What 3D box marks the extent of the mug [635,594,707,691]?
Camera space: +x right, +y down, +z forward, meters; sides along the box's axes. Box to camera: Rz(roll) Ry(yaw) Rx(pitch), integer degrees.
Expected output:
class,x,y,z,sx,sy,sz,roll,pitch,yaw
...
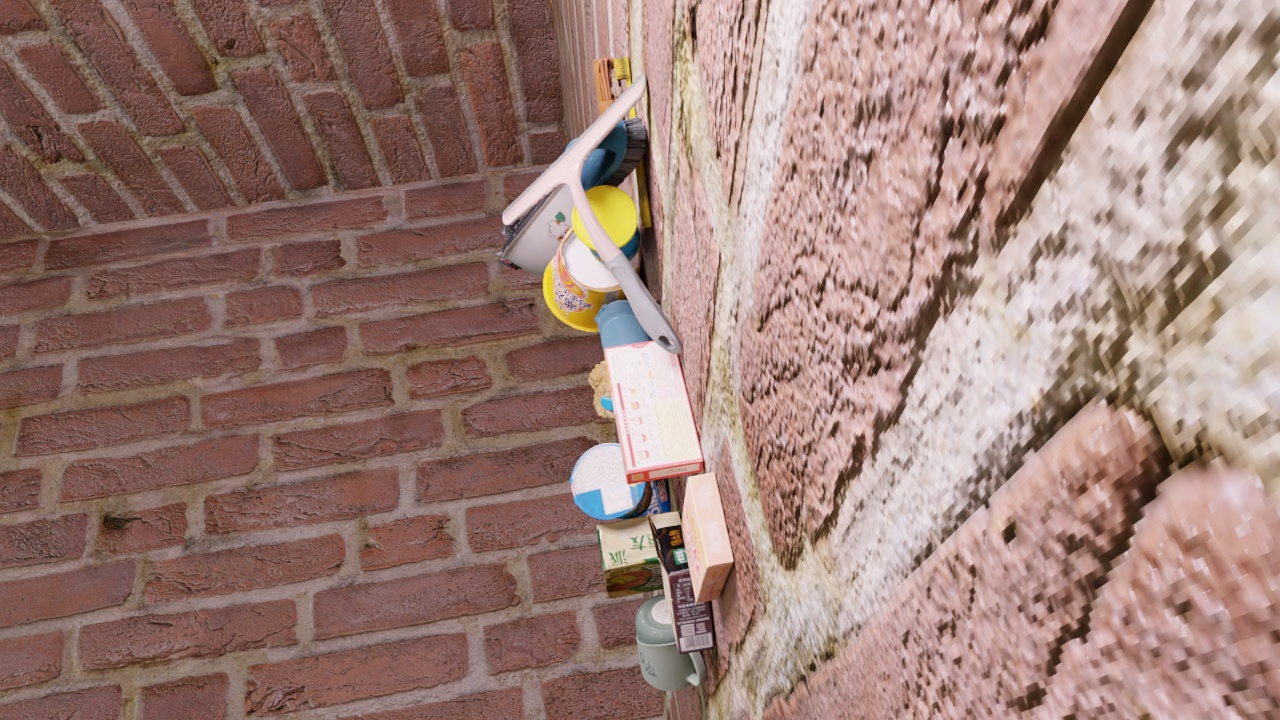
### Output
class,x,y,z,sx,sy,sz,roll,pitch,yaw
mug,0.045,0.377,1.211,0.112,0.082,0.106,32,137,44

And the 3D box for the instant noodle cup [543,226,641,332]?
class,x,y,z,sx,sy,sz,roll,pitch,yaw
instant noodle cup,-0.061,-0.121,1.248,0.110,0.138,0.138,114,148,-68

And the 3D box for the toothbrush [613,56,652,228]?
class,x,y,z,sx,sy,sz,roll,pitch,yaw
toothbrush,-0.008,-0.241,1.019,0.016,0.016,0.190,-158,59,-85

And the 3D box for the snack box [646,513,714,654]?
class,x,y,z,sx,sy,sz,roll,pitch,yaw
snack box,0.045,0.252,1.055,0.113,0.053,0.126,-111,13,-72

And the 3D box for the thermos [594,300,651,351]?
class,x,y,z,sx,sy,sz,roll,pitch,yaw
thermos,-0.007,0.007,1.139,0.220,0.070,0.070,-106,8,-48

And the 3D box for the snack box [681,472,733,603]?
class,x,y,z,sx,sy,sz,roll,pitch,yaw
snack box,0.061,0.171,0.867,0.157,0.026,0.084,89,171,-64

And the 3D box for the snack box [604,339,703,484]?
class,x,y,z,sx,sy,sz,roll,pitch,yaw
snack box,0.012,0.048,0.935,0.027,0.077,0.155,86,174,-53

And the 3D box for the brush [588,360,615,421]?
class,x,y,z,sx,sy,sz,roll,pitch,yaw
brush,-0.024,0.074,1.180,0.254,0.046,0.083,-121,25,-64

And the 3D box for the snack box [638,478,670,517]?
class,x,y,z,sx,sy,sz,roll,pitch,yaw
snack box,0.014,0.220,1.392,0.057,0.058,0.208,-105,7,-59

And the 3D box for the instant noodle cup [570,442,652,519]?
class,x,y,z,sx,sy,sz,roll,pitch,yaw
instant noodle cup,-0.030,0.167,1.208,0.110,0.099,0.099,50,-152,-69

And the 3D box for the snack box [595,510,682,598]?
class,x,y,z,sx,sy,sz,roll,pitch,yaw
snack box,0.002,0.272,1.270,0.240,0.114,0.063,92,168,-66

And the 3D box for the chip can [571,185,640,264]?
class,x,y,z,sx,sy,sz,roll,pitch,yaw
chip can,-0.037,-0.154,1.086,0.210,0.071,0.071,-58,-40,-89

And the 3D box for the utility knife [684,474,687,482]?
class,x,y,z,sx,sy,sz,roll,pitch,yaw
utility knife,0.040,0.079,1.015,0.031,0.022,0.212,85,-179,-60

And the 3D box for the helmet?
class,x,y,z,sx,sy,sz,roll,pitch,yaw
helmet,-0.126,-0.229,1.558,0.157,0.230,0.274,38,-172,-17

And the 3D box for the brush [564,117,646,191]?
class,x,y,z,sx,sy,sz,roll,pitch,yaw
brush,-0.046,-0.221,0.998,0.144,0.073,0.055,156,108,-67

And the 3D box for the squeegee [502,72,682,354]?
class,x,y,z,sx,sy,sz,roll,pitch,yaw
squeegee,-0.028,-0.113,0.928,0.248,0.040,0.249,-35,80,38

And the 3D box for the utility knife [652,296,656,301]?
class,x,y,z,sx,sy,sz,roll,pitch,yaw
utility knife,0.011,-0.066,1.132,0.170,0.015,0.033,-115,23,-80

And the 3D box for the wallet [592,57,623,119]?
class,x,y,z,sx,sy,sz,roll,pitch,yaw
wallet,-0.039,-0.326,1.196,0.107,0.031,0.132,-105,7,-70
